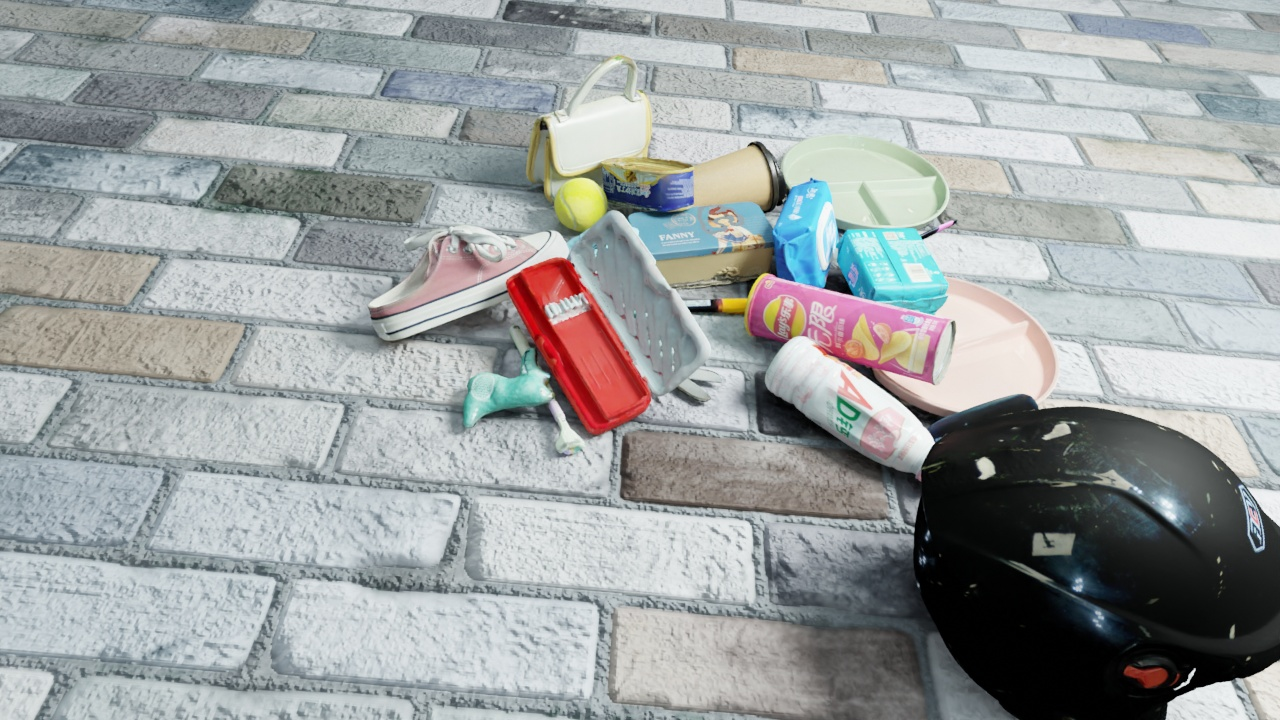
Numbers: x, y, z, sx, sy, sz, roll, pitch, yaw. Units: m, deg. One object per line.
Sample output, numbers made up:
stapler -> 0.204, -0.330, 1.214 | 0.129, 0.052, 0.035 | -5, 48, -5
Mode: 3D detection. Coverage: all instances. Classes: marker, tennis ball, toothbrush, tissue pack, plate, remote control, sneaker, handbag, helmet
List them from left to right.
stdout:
sneaker -> -0.188, -0.105, 0.998 | 0.240, 0.088, 0.118 | -27, 24, -26
toothbrush -> -0.102, 0.025, 0.939 | 0.029, 0.020, 0.189 | -9, 44, -24
tennis ball -> -0.074, -0.192, 1.134 | 0.065, 0.066, 0.065 | 3, 44, -3
handbag -> -0.056, -0.295, 1.162 | 0.163, 0.179, 0.063 | -24, 57, -30
marker -> 0.075, -0.062, 1.053 | 0.124, 0.015, 0.018 | -1, 43, -4
tissue pack -> 0.199, -0.142, 1.089 | 0.052, 0.095, 0.156 | 0, 40, 26
plate -> 0.305, -0.242, 1.258 | 0.230, 0.028, 0.229 | 4, 44, -4
tissue pack -> 0.285, -0.102, 1.051 | 0.093, 0.050, 0.133 | -3, 44, -7
toothbrush -> 0.349, -0.150, 1.179 | 0.188, 0.014, 0.018 | -24, 61, -29
plate -> 0.347, -0.016, 1.026 | 0.229, 0.028, 0.229 | 4, 43, -4
remote control -> 0.348, 0.070, 0.920 | 0.136, 0.024, 0.053 | -17, 87, -14
helmet -> 0.347, 0.146, 0.714 | 0.275, 0.230, 0.232 | -16, 31, 35

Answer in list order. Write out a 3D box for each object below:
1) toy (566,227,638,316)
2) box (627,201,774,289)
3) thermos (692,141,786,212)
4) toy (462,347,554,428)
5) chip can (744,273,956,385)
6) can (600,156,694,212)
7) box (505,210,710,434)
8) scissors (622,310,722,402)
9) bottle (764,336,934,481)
toy -> -0.057, -0.096, 1.031 | 0.156, 0.050, 0.161 | -47, 40, -11
box -> 0.066, -0.136, 1.095 | 0.184, 0.063, 0.089 | -8, 45, -17
thermos -> 0.110, -0.224, 1.178 | 0.143, 0.093, 0.093 | -16, 48, -11
toy -> -0.130, 0.026, 0.917 | 0.092, 0.030, 0.096 | -5, 48, 4
chip can -> 0.218, -0.034, 0.968 | 0.211, 0.071, 0.071 | 18, 43, 30
can -> 0.008, -0.217, 1.123 | 0.074, 0.049, 0.148 | -17, 25, -33
box -> -0.035, -0.040, 0.934 | 0.160, 0.063, 0.201 | -33, 67, 3
scissors -> -0.006, 0.009, 0.967 | 0.171, 0.019, 0.177 | -30, 55, -33
bottle -> 0.219, 0.054, 0.915 | 0.197, 0.068, 0.068 | 37, 51, 23
